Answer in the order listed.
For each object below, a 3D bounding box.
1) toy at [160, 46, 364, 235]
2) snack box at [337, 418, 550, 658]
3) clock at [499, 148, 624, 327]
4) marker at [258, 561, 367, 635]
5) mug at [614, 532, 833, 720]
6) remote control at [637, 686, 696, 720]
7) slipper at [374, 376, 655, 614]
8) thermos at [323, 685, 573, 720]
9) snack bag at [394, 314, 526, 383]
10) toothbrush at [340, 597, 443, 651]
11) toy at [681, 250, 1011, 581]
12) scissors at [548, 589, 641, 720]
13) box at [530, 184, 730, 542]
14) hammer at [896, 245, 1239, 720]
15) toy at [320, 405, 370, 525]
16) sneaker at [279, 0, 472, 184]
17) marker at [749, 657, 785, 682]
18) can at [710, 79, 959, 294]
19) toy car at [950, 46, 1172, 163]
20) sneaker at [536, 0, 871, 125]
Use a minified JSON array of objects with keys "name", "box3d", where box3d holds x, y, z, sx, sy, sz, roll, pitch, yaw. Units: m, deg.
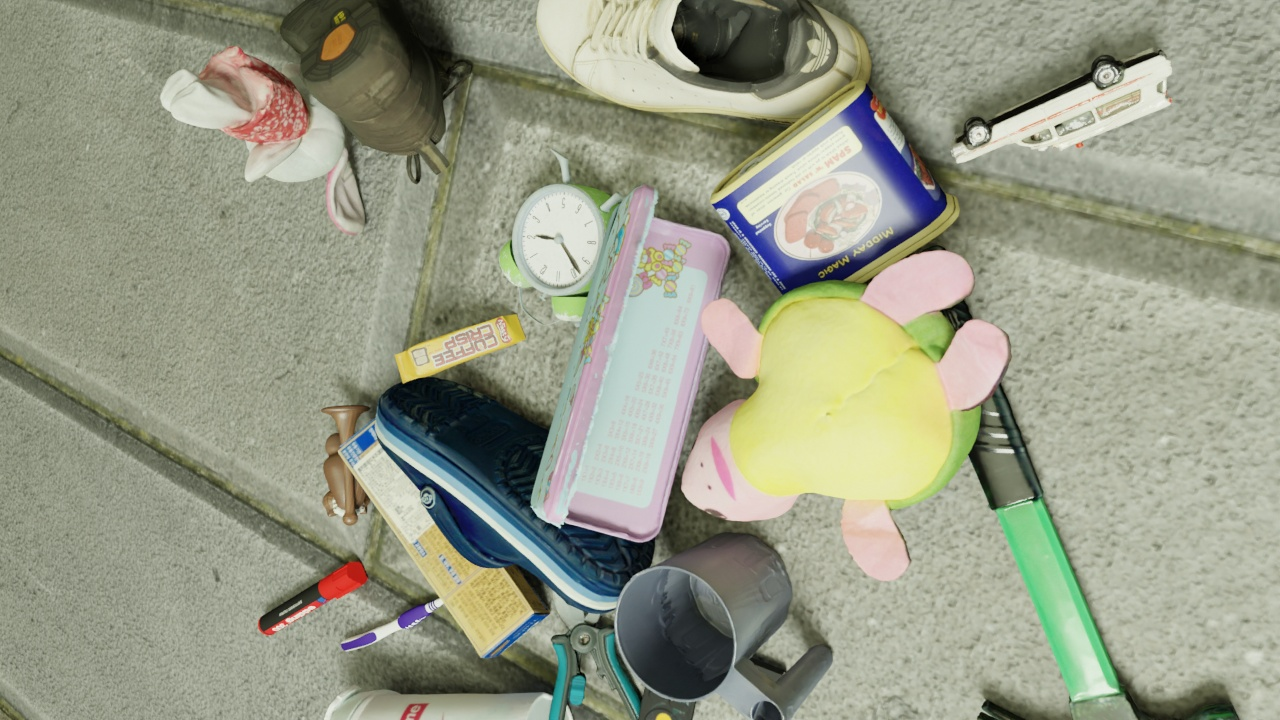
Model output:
[{"name":"toy","box3d":[-0.276,-0.180,0.706,0.084,0.194,0.159,-21,87,12]},{"name":"snack box","box3d":[-0.157,0.135,0.730,0.056,0.057,0.206,-39,73,-2]},{"name":"clock","box3d":[-0.053,-0.080,0.667,0.094,0.042,0.119,39,111,22]},{"name":"marker","box3d":[-0.307,0.223,0.850,0.145,0.021,0.023,-32,101,28]},{"name":"mug","box3d":[0.059,0.173,0.590,0.124,0.103,0.084,35,110,22]},{"name":"remote control","box3d":[0.015,0.288,0.662,0.041,0.020,0.152,12,94,27]},{"name":"slipper","box3d":[-0.097,0.101,0.679,0.253,0.104,0.095,33,119,25]},{"name":"thermos","box3d":[-0.163,0.308,0.740,0.221,0.099,0.099,-15,87,25]},{"name":"snack bag","box3d":[-0.138,-0.010,0.705,0.099,0.020,0.026,-20,89,-13]},{"name":"toothbrush","box3d":[-0.199,0.223,0.792,0.187,0.015,0.016,-30,84,29]},{"name":"toy","box3d":[0.110,0.032,0.539,0.190,0.087,0.239,53,131,10]},{"name":"scissors","box3d":[-0.033,0.239,0.686,0.124,0.019,0.155,25,81,0]},{"name":"box","box3d":[-0.005,0.003,0.572,0.089,0.092,0.214,15,82,2]},{"name":"hammer","box3d":[0.219,0.085,0.535,0.130,0.032,0.318,-24,82,30]},{"name":"toy","box3d":[-0.255,0.092,0.797,0.055,0.041,0.101,154,113,-67]},{"name":"sneaker","box3d":[-0.190,-0.220,0.712,0.101,0.143,0.237,-38,42,6]},{"name":"marker","box3d":[0.044,0.204,0.651,0.124,0.017,0.021,13,69,27]},{"name":"can","box3d":[0.112,-0.095,0.544,0.116,0.056,0.092,-34,104,27]},{"name":"toy car","box3d":[0.231,-0.134,0.506,0.113,0.039,0.039,-23,104,30]},{"name":"sneaker","box3d":[0.018,-0.205,0.581,0.242,0.102,0.089,20,103,26]}]
